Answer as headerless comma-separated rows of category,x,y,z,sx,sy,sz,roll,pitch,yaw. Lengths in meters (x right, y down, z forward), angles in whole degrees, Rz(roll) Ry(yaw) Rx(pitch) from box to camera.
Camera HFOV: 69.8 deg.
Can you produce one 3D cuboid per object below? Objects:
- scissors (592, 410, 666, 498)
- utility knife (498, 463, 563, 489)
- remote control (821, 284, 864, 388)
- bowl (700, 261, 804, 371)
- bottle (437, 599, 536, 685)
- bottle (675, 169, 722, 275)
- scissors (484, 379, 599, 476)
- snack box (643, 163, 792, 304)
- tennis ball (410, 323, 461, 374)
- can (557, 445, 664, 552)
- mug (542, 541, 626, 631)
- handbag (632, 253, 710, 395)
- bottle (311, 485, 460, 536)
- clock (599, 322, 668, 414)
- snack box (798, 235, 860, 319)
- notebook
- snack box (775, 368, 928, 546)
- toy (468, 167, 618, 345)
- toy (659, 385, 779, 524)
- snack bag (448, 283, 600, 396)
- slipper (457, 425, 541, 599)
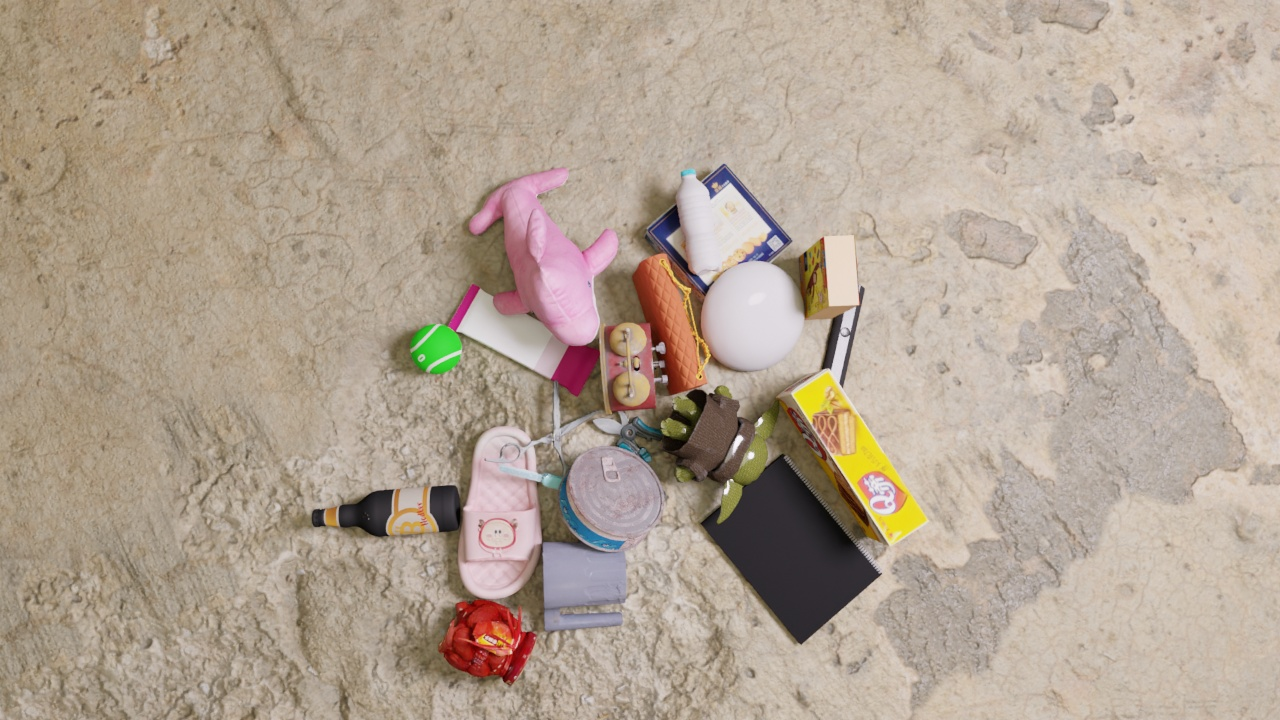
scissors,0.013,0.111,1.224,0.124,0.019,0.155,-20,88,-6
utility knife,-0.107,0.157,1.183,0.165,0.015,0.022,19,89,-26
remote control,0.277,-0.033,1.256,0.033,0.015,0.146,14,84,-3
bowl,0.156,-0.055,1.211,0.149,0.043,0.149,-4,102,-17
bottle,-0.192,0.349,1.151,0.111,0.099,0.099,30,83,-6
bottle,0.074,-0.181,1.196,0.044,0.044,0.136,-10,87,-5
scissors,-0.121,0.105,1.190,0.174,0.014,0.141,-23,101,-29
snack box,0.105,-0.165,1.241,0.144,0.042,0.145,-41,89,-6
tennis ball,-0.265,-0.015,1.192,0.065,0.065,0.065,0,85,-4
can,-0.037,0.175,1.166,0.130,0.044,0.129,15,48,-18
mug,-0.073,0.291,1.178,0.104,0.083,0.124,-2,109,-6
handbag,0.046,-0.047,1.194,0.060,0.109,0.172,-17,86,-5
bottle,-0.325,0.195,1.172,0.181,0.059,0.059,-4,85,-4
clock,-0.007,0.007,1.161,0.081,0.159,0.117,-4,85,1
snack box,0.246,-0.106,1.204,0.040,0.126,0.088,-3,85,-5
notebook,0.203,0.250,1.226,0.149,0.016,0.206,-39,89,-5
snack box,0.271,0.124,1.194,0.061,0.110,0.230,-33,88,-3
toy,-0.126,-0.140,1.163,0.187,0.128,0.265,-29,65,4
toy,0.097,0.104,1.188,0.152,0.078,0.179,34,76,-23
snack bag,-0.154,-0.027,1.225,0.196,0.016,0.070,28,82,-1
slipper,-0.179,0.195,1.185,0.107,0.056,0.221,4,82,-5
